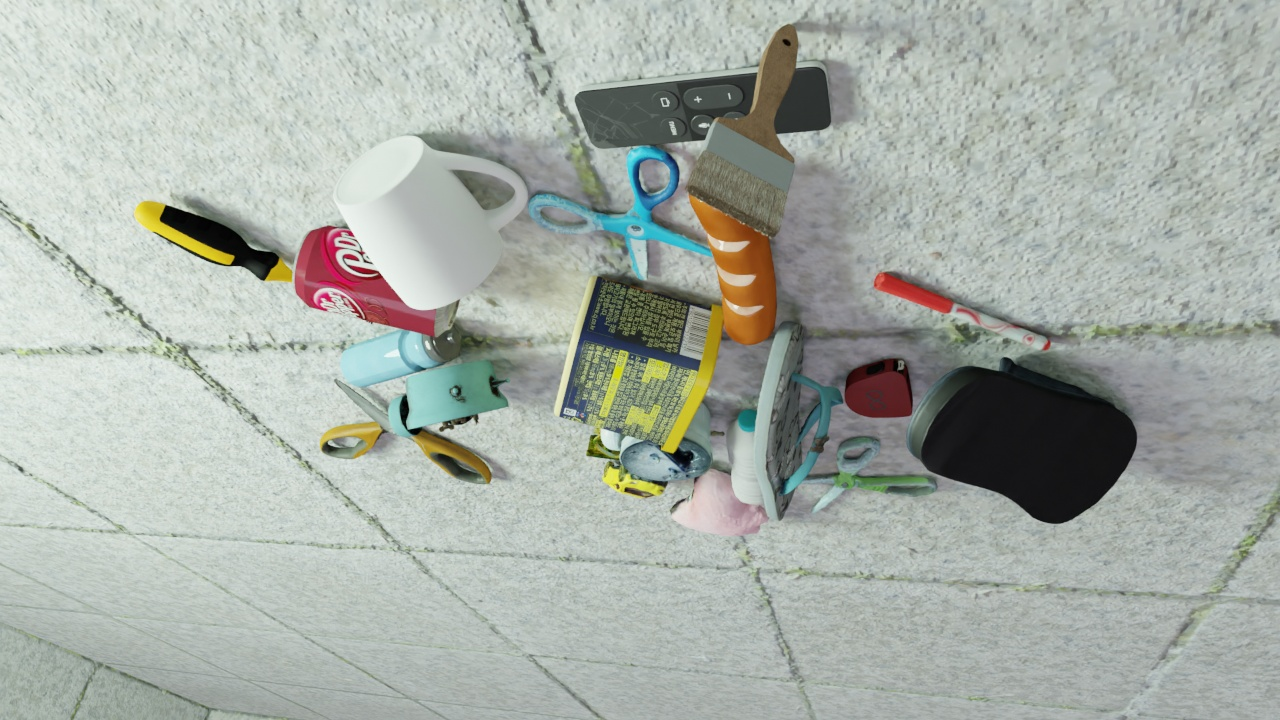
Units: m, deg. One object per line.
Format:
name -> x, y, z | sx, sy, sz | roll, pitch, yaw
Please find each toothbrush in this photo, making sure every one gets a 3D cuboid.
toothbrush -> -0.297, -0.075, 0.728 | 0.196, 0.031, 0.031 | 26, 120, -30

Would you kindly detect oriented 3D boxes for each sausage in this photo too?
sausage -> 0.066, -0.067, 0.612 | 0.039, 0.044, 0.164 | 41, 165, 34

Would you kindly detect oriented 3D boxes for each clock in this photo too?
clock -> -0.171, 0.035, 0.811 | 0.089, 0.053, 0.124 | -11, 177, -43
clock -> 0.012, 0.073, 0.828 | 0.118, 0.057, 0.083 | -14, 143, 27

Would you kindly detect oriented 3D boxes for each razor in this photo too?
razor -> -0.033, 0.058, 0.861 | 0.042, 0.026, 0.106 | 8, 144, 9

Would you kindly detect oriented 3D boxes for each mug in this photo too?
mug -> -0.133, -0.100, 0.605 | 0.114, 0.081, 0.088 | -29, 132, 3

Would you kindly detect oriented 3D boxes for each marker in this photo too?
marker -> 0.228, -0.033, 0.645 | 0.142, 0.012, 0.013 | 19, 147, -12

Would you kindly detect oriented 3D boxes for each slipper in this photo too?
slipper -> 0.284, 0.051, 0.711 | 0.265, 0.083, 0.109 | 18, 111, -35
slipper -> 0.129, 0.070, 0.752 | 0.055, 0.098, 0.269 | 17, 152, 18

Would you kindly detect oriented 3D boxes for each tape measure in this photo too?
tape measure -> 0.190, 0.022, 0.737 | 0.051, 0.019, 0.059 | -2, 139, 23

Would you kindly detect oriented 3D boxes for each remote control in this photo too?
remote control -> 0.035, -0.146, 0.531 | 0.147, 0.008, 0.045 | -1, 146, 18

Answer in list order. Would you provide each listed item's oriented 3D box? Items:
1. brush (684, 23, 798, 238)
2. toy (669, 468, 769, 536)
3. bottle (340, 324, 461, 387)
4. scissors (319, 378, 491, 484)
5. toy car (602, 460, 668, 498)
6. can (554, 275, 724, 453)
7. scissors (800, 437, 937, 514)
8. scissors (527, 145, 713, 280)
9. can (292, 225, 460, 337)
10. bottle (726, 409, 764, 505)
brush -> 0.060, -0.119, 0.440 | 0.045, 0.142, 0.008 | 27, 144, -9
toy -> 0.085, 0.150, 0.940 | 0.093, 0.050, 0.103 | 18, 144, -5
bottle -> -0.205, -0.007, 0.793 | 0.130, 0.040, 0.040 | -14, 140, 34
scissors -> -0.249, 0.084, 0.971 | 0.229, 0.016, 0.226 | 32, 142, -30
toy car -> -0.007, 0.121, 0.917 | 0.049, 0.030, 0.107 | 18, 170, -13
can -> -0.004, 0.004, 0.719 | 0.104, 0.075, 0.135 | 16, 148, -3
scissors -> 0.196, 0.113, 0.887 | 0.172, 0.024, 0.166 | -5, 150, 20
scissors -> -0.006, -0.099, 0.616 | 0.134, 0.011, 0.140 | 20, 147, -9
can -> -0.194, -0.059, 0.686 | 0.114, 0.063, 0.063 | 13, 148, -4
bottle -> 0.103, 0.087, 0.841 | 0.044, 0.044, 0.136 | 3, 147, 12
